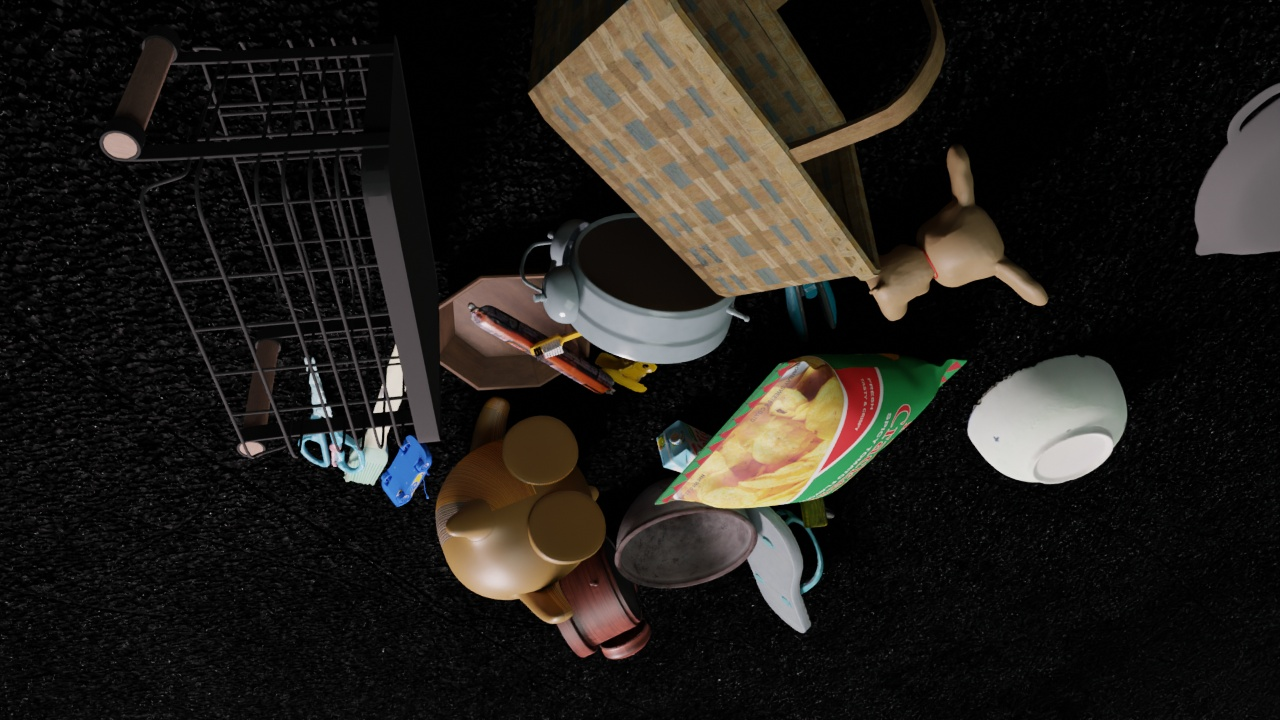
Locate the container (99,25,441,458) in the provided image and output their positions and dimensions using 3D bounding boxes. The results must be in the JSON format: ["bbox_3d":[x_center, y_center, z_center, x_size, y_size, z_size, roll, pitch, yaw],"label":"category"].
[{"bbox_3d":[-0.200,-0.064,0.553,0.130,0.162,0.242,-5,136,-8],"label":"container"}]

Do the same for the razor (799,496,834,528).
[{"bbox_3d":[0.193,0.160,0.982,0.026,0.042,0.106,-14,162,18],"label":"razor"}]

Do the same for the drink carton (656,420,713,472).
[{"bbox_3d":[0.071,0.098,0.888,0.128,0.044,0.039,26,126,-36],"label":"drink carton"}]

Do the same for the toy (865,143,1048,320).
[{"bbox_3d":[0.224,-0.078,0.700,0.108,0.134,0.105,-29,178,17],"label":"toy"}]

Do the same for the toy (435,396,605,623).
[{"bbox_3d":[-0.111,0.150,0.835,0.162,0.198,0.204,-13,161,-24],"label":"toy"}]

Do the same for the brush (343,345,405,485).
[{"bbox_3d":[-0.215,0.037,0.779,0.033,0.012,0.218,12,131,-23],"label":"brush"}]

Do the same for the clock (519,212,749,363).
[{"bbox_3d":[-0.005,-0.056,0.647,0.159,0.122,0.045,10,131,-4],"label":"clock"}]

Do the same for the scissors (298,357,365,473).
[{"bbox_3d":[-0.269,0.045,0.773,0.063,0.015,0.139,9,128,9],"label":"scissors"}]

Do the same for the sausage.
[{"bbox_3d":[-0.073,-0.007,0.716,0.020,0.020,0.155,-37,133,25],"label":"sausage"}]

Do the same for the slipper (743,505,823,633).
[{"bbox_3d":[0.155,0.214,1.017,0.054,0.098,0.269,-41,144,-19],"label":"slipper"}]

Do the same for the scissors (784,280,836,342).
[{"bbox_3d":[0.137,-0.070,0.739,0.137,0.019,0.130,8,126,-31],"label":"scissors"}]

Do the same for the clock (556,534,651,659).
[{"bbox_3d":[-0.045,0.252,0.976,0.072,0.120,0.158,-26,129,3],"label":"clock"}]

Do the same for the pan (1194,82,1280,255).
[{"bbox_3d":[0.603,-0.137,0.772,0.354,0.024,0.217,19,130,-31],"label":"pan"}]

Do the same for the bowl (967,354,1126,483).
[{"bbox_3d":[0.416,0.071,0.919,0.153,0.072,0.154,-8,138,-7],"label":"bowl"}]

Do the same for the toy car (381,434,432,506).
[{"bbox_3d":[-0.201,0.103,0.847,0.061,0.033,0.092,-11,142,-55],"label":"toy car"}]

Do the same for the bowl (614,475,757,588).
[{"bbox_3d":[0.041,0.167,0.939,0.145,0.067,0.145,-7,138,-6],"label":"bowl"}]

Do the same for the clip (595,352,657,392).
[{"bbox_3d":[-0.006,0.009,0.779,0.053,0.039,0.048,29,132,-35],"label":"clip"}]

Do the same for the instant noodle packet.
[{"bbox_3d":[0.157,0.063,0.827,0.252,0.090,0.196,-1,141,-39],"label":"instant noodle packet"}]

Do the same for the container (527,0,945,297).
[{"bbox_3d":[0.075,-0.163,0.526,0.187,0.157,0.250,-23,138,28],"label":"container"}]

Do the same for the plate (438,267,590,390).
[{"bbox_3d":[-0.101,-0.028,0.722,0.131,0.025,0.131,-7,138,-6],"label":"plate"}]

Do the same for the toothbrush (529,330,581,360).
[{"bbox_3d":[0.008,-0.041,0.708,0.196,0.030,0.031,-21,142,-9],"label":"toothbrush"}]
